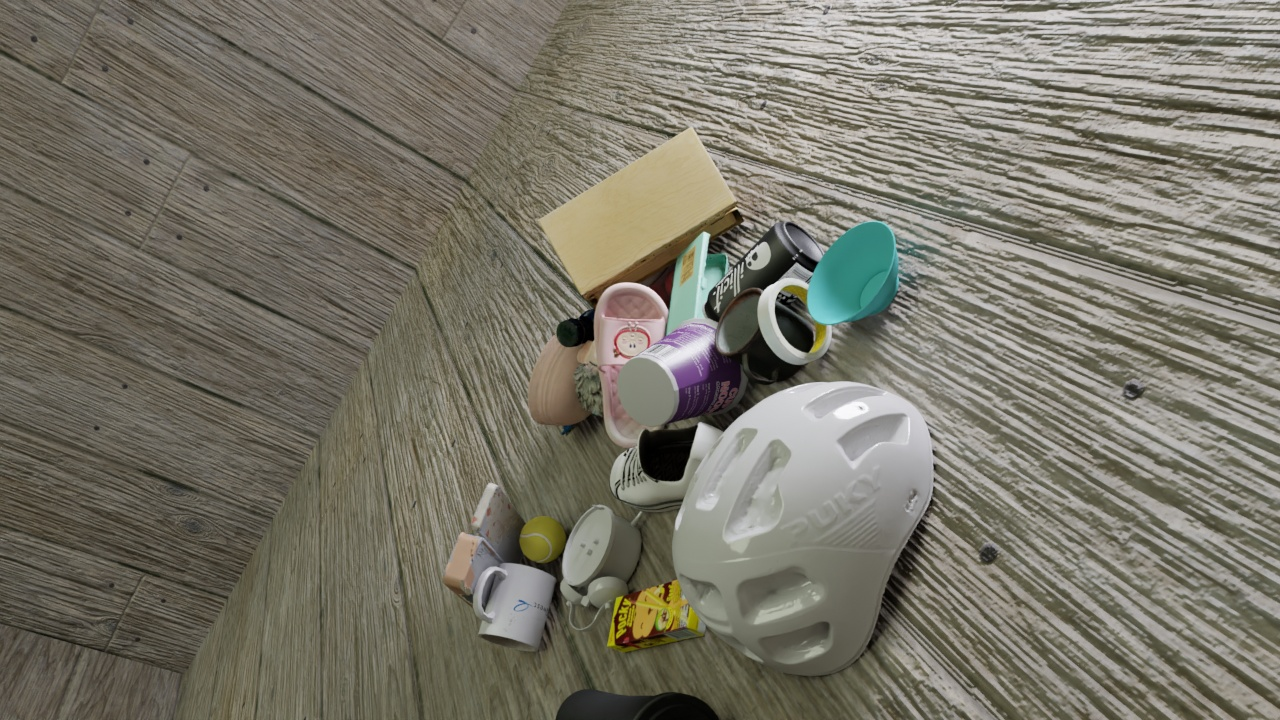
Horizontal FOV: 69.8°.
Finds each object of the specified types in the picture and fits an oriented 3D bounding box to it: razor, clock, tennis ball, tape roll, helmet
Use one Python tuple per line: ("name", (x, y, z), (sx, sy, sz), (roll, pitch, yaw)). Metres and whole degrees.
("razor", (-0.116, 0.058, 1.503), (0.044, 0.018, 0.140), (-44, 31, 33))
("clock", (-0.055, 0.258, 1.146), (0.120, 0.061, 0.159), (-17, 49, 56))
("tennis ball", (-0.138, 0.253, 1.297), (0.065, 0.065, 0.065), (-43, 32, 34))
("tape roll", (0.167, -0.042, 0.993), (0.019, 0.094, 0.093), (-26, 43, 50))
("clock", (0.034, -0.112, 1.341), (0.157, 0.062, 0.109), (-19, 34, 33))
("helmet", (0.150, 0.134, 0.852), (0.281, 0.184, 0.224), (-47, 26, -18))

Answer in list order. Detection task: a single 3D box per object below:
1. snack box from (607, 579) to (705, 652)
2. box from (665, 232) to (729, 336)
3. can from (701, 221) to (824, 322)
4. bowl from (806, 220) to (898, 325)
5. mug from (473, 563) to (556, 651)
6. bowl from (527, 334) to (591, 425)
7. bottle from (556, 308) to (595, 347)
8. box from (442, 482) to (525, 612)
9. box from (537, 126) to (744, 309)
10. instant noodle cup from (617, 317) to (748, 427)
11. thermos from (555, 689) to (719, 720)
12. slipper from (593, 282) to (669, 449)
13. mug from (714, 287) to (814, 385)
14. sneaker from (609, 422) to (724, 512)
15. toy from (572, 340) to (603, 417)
("snack box", (0.019, 0.285, 1.024), (0.149, 0.025, 0.061), (-31, 38, 46))
("box", (0.067, -0.082, 1.199), (0.077, 0.080, 0.188), (-3, 54, 17))
("can", (0.146, -0.091, 1.095), (0.146, 0.080, 0.080), (-46, 30, 30))
("bowl", (0.234, -0.081, 0.962), (0.121, 0.046, 0.121), (-43, 32, 34))
("mug", (-0.178, 0.327, 1.237), (0.083, 0.119, 0.096), (-10, 54, 39))
("bowl", (-0.098, 0.035, 1.387), (0.076, 0.153, 0.153), (18, 78, 22))
("bottle", (-0.062, -0.050, 1.363), (0.056, 0.160, 0.056), (7, 103, 32))
("box", (-0.208, 0.273, 1.293), (0.216, 0.043, 0.150), (76, -155, -60))
("box", (0.010, -0.187, 1.300), (0.248, 0.184, 0.141), (-30, 64, 6))
("instant noodle cup", (0.036, 0.022, 1.075), (0.137, 0.121, 0.122), (-4, 101, 39))
("thermos", (-0.011, 0.377, 0.914), (0.219, 0.105, 0.105), (-23, 45, 59))
("slipper", (-0.007, 0.007, 1.214), (0.056, 0.107, 0.221), (105, 163, -88))
("mug", (0.140, -0.016, 1.030), (0.085, 0.081, 0.110), (-36, 36, 43))
("sneaker", (0.021, 0.122, 1.097), (0.246, 0.097, 0.091), (-15, 52, 56))
("toy", (-0.027, -0.003, 1.280), (0.133, 0.076, 0.176), (21, 86, 21))
